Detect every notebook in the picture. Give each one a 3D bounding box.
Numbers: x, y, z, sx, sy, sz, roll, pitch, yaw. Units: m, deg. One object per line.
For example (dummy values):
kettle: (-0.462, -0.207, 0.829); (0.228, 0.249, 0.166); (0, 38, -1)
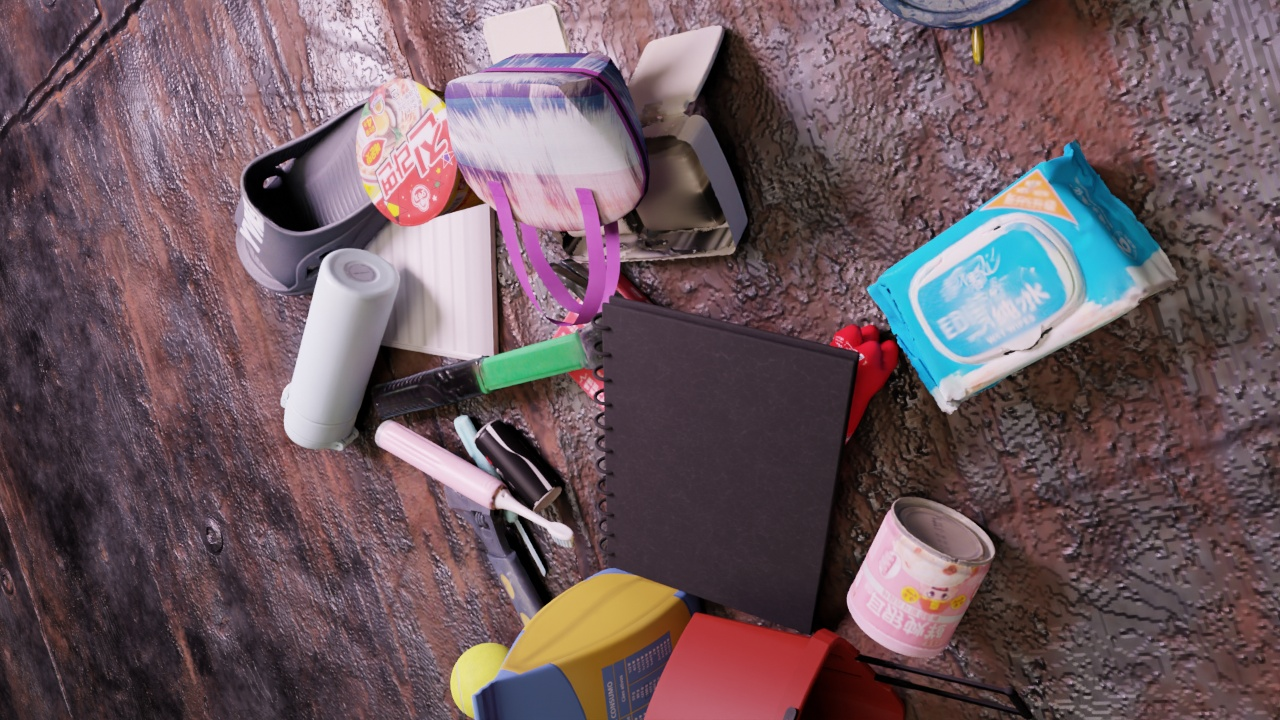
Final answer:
notebook: (0.046, 0.075, 0.615); (0.169, 0.019, 0.232); (14, 126, 20)
notebook: (-0.208, -0.080, 0.810); (0.210, 0.009, 0.143); (9, 105, 32)

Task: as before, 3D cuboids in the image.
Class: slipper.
slipper: (-0.288, -0.136, 0.796); (0.269, 0.083, 0.110); (-28, 86, 33)

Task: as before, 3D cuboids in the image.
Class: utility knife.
utility knife: (-0.122, 0.117, 0.795); (0.158, 0.015, 0.022); (62, 148, 6)

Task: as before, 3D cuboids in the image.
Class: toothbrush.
toothbrush: (-0.140, 0.102, 0.763); (0.223, 0.027, 0.027); (23, 140, 31)

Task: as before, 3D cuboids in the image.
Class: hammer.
hammer: (-0.121, 0.009, 0.741); (0.320, 0.032, 0.130); (-14, 98, 41)

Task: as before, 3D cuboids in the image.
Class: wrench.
wrench: (-0.103, 0.201, 0.793); (0.074, 0.022, 0.273); (-34, 83, 50)

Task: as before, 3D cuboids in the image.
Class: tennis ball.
tennis ball: (-0.135, 0.284, 0.814); (0.065, 0.065, 0.065); (9, 106, 32)

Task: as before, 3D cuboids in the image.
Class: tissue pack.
tissue pack: (0.203, -0.040, 0.509); (0.145, 0.061, 0.093); (-39, 80, 34)

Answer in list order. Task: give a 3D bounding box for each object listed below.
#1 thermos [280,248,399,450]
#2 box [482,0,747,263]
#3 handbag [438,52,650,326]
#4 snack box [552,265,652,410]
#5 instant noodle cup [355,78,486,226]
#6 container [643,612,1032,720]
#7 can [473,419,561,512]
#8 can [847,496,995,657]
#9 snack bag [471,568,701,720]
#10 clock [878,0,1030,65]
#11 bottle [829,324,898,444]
thermos: (-0.274, -0.002, 0.825); (0.078, 0.065, 0.207); (31, 127, 1)
box: (-0.006, -0.158, 0.620); (0.145, 0.100, 0.187); (3, 123, 32)
handbag: (-0.056, -0.101, 0.582); (0.145, 0.067, 0.170); (10, 125, 28)
snack box: (-0.004, 0.004, 0.684); (0.133, 0.021, 0.089); (46, 122, 17)
instant noodle cup: (-0.134, -0.153, 0.679); (0.100, 0.112, 0.100); (9, 106, 32)
container: (0.120, 0.240, 0.574); (0.201, 0.126, 0.148); (7, 148, 42)
can: (-0.103, 0.087, 0.765); (0.080, 0.031, 0.032); (45, 122, 17)
can: (0.172, 0.134, 0.569); (0.067, 0.067, 0.076); (30, 116, 25)
snack bag: (-0.038, 0.260, 0.656); (0.102, 0.204, 0.159); (0, 101, 34)
clock: (0.166, -0.250, 0.487); (0.117, 0.060, 0.161); (-40, 77, 35)
bottle: (0.118, 0.040, 0.598); (0.042, 0.041, 0.142); (37, 119, 21)
